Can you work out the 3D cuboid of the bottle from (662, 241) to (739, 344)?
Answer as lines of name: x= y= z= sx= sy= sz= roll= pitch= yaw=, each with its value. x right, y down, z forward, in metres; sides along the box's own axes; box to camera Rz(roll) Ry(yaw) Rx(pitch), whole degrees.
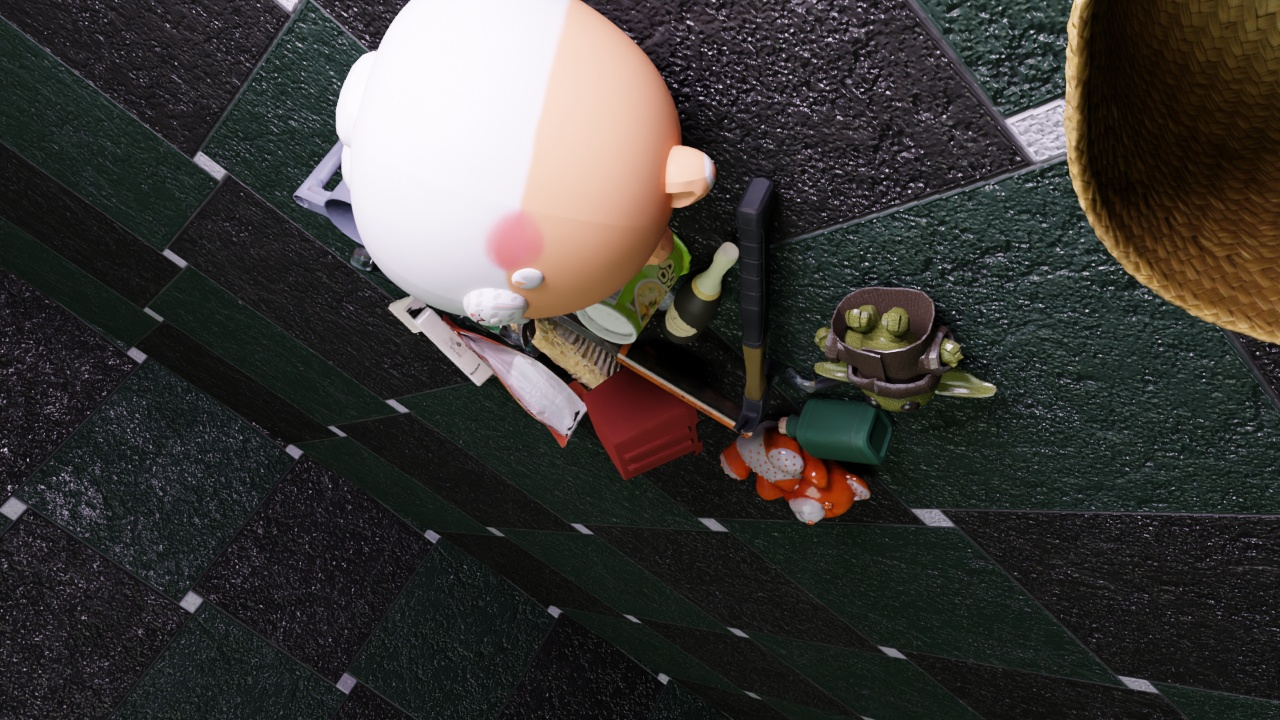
bottle: x=0.066 y=-0.072 z=0.963 sx=0.045 sy=0.045 sz=0.185 roll=28 pitch=155 yaw=-1

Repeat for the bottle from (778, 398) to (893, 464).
bottle: x=0.223 y=0.081 z=1.081 sx=0.131 sy=0.061 sz=0.061 roll=2 pitch=147 yaw=42

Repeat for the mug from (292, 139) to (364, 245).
mug: x=-0.307 y=-0.197 z=1.028 sx=0.124 sy=0.103 sz=0.084 roll=23 pitch=155 yaw=10

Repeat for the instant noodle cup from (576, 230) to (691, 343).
instant noodle cup: x=-0.013 y=-0.080 z=0.955 sx=0.099 sy=0.107 sz=0.099 roll=23 pitch=155 yaw=11

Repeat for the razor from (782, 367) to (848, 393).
razor: x=0.218 y=0.020 z=1.016 sx=0.043 sy=0.022 sz=0.145 roll=38 pitch=153 yaw=-24

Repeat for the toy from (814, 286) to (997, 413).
toy: x=0.240 y=-0.005 z=0.880 sx=0.180 sy=0.078 sz=0.153 roll=8 pitch=150 yaw=31

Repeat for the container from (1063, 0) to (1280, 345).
container: x=0.340 y=-0.158 z=0.358 sx=0.307 sy=0.196 sz=0.307 roll=22 pitch=153 yaw=12

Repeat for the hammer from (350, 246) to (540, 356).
hammer: x=-0.248 y=-0.077 z=1.161 sx=0.130 sy=0.032 sz=0.318 roll=26 pitch=178 yaw=27

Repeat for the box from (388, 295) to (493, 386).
box: x=-0.302 y=-0.034 z=1.369 sx=0.143 sy=0.050 sz=0.184 roll=49 pitch=171 yaw=-27

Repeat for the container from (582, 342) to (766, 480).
container: x=0.042 y=0.055 z=1.176 sx=0.127 sy=0.200 sz=0.148 roll=57 pitch=170 yaw=31

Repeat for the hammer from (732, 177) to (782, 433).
hammer: x=0.115 y=-0.041 z=0.920 sx=0.025 sy=0.117 sz=0.334 roll=15 pitch=147 yaw=18

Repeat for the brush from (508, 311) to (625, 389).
brush: x=-0.119 y=-0.053 z=1.170 sx=0.271 sy=0.056 sz=0.083 roll=42 pitch=153 yaw=-28

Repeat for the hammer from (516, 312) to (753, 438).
hammer: x=-0.006 y=0.006 z=1.073 sx=0.314 sy=0.034 sz=0.138 roll=31 pitch=144 yaw=-1

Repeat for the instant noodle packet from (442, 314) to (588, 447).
instant noodle packet: x=-0.181 y=0.013 z=1.264 sx=0.221 sy=0.084 sz=0.164 roll=36 pitch=179 yaw=-17

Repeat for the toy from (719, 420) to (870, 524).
toy: x=0.203 y=0.153 z=1.202 sx=0.172 sy=0.092 sz=0.164 roll=33 pitch=153 yaw=-14

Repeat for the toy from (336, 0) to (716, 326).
toy: x=-0.092 y=-0.151 z=0.724 sx=0.280 sy=0.265 sz=0.263 roll=15 pitch=159 yaw=-9
